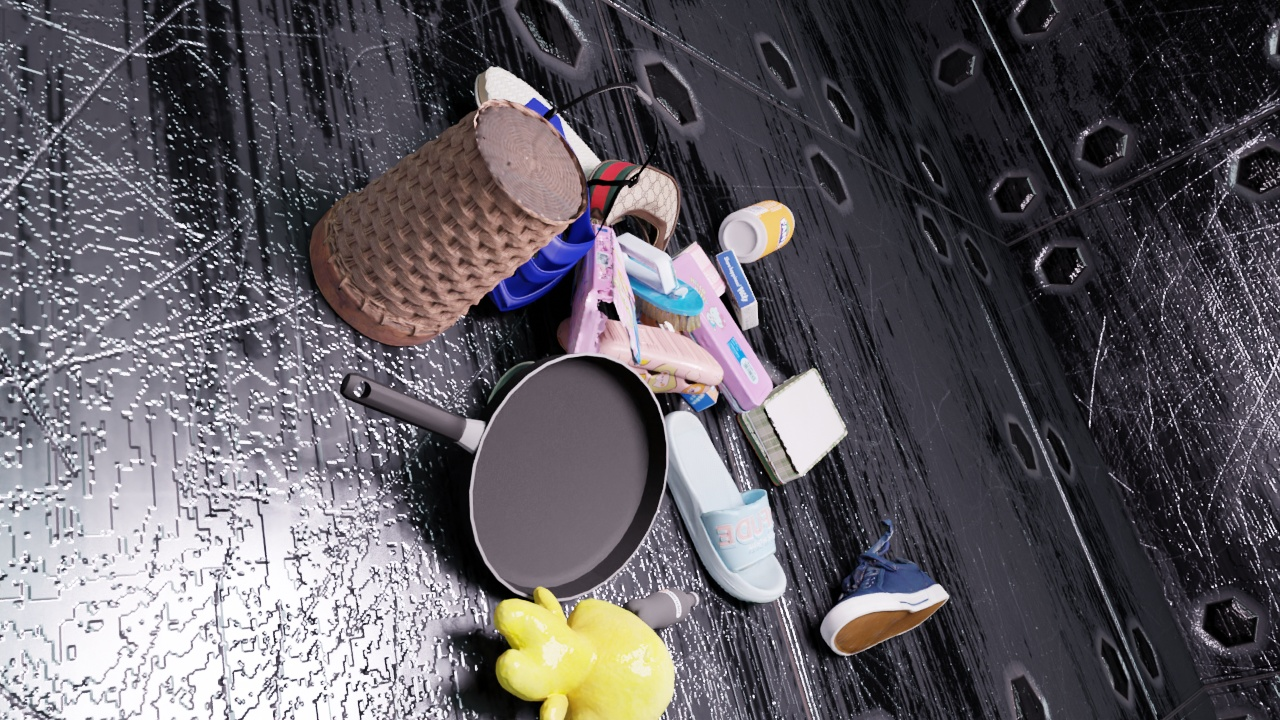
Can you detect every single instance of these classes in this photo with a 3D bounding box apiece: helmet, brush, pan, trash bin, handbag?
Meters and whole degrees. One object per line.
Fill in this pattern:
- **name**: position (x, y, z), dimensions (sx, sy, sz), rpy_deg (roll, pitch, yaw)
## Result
- **helmet**: position (-0.084, -0.177, 0.928), dimensions (0.147, 0.228, 0.241), rpy_deg (30, 50, -43)
- **brush**: position (0.020, -0.090, 1.073), dimensions (0.055, 0.075, 0.136), rpy_deg (-31, 49, -33)
- **pan**: position (-0.107, 0.079, 0.787), dimensions (0.356, 0.034, 0.225), rpy_deg (29, 77, -42)
- **trash bin**: position (-0.167, -0.122, 0.797), dimensions (0.151, 0.211, 0.151), rpy_deg (31, 43, -35)
- **handbag**: position (-0.011, -0.172, 1.142), dimensions (0.166, 0.063, 0.138), rpy_deg (5, 101, -60)

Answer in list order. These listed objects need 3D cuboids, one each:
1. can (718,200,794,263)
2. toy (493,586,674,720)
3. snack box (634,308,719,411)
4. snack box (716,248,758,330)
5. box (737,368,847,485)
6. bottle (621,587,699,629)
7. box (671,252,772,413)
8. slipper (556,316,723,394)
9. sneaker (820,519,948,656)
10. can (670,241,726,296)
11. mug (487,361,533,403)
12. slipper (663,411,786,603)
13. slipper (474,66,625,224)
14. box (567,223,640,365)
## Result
- **can**: position (0.183, -0.202, 1.424), dimensions (0.079, 0.079, 0.142), rpy_deg (60, 34, 0)
- **toy**: position (-0.045, 0.261, 0.781), dimensions (0.207, 0.092, 0.133), rpy_deg (27, 43, -36)
- **snack box**: position (0.043, -0.017, 1.149), dimensions (0.151, 0.034, 0.087), rpy_deg (46, 36, -22)
- **snack box**: position (0.135, -0.095, 1.268), dimensions (0.150, 0.026, 0.082), rpy_deg (49, 19, -77)
- **box**: position (0.216, 0.090, 1.283), dimensions (0.205, 0.050, 0.117), rpy_deg (-28, 91, -56)
- **bottle**: position (0.023, 0.250, 0.923), dimensions (0.109, 0.036, 0.036), rpy_deg (1, 65, -52)
- **box**: position (0.091, -0.034, 1.157), dimensions (0.214, 0.036, 0.076), rpy_deg (57, 34, -7)
- **slipper**: position (-0.006, 0.006, 1.034), dimensions (0.197, 0.082, 0.093), rpy_deg (14, 23, -19)
- **sneaker**: position (0.304, 0.299, 1.215), dimensions (0.294, 0.121, 0.127), rpy_deg (6, 39, -53)
- **can**: position (0.067, -0.109, 1.217), dimensions (0.076, 0.067, 0.067), rpy_deg (55, 34, -7)
- **mug**: position (-0.090, 0.073, 0.883), dimensions (0.104, 0.084, 0.111), rpy_deg (34, 70, -40)
- **slipper**: position (0.098, 0.165, 1.052), dimensions (0.103, 0.074, 0.245), rpy_deg (-20, 81, -55)
- **slipper**: position (-0.107, -0.248, 1.107), dimensions (0.272, 0.054, 0.114), rpy_deg (32, 44, -49)
- **box**: position (-0.030, -0.068, 0.969), dimensions (0.077, 0.085, 0.230), rpy_deg (14, 25, -9)
